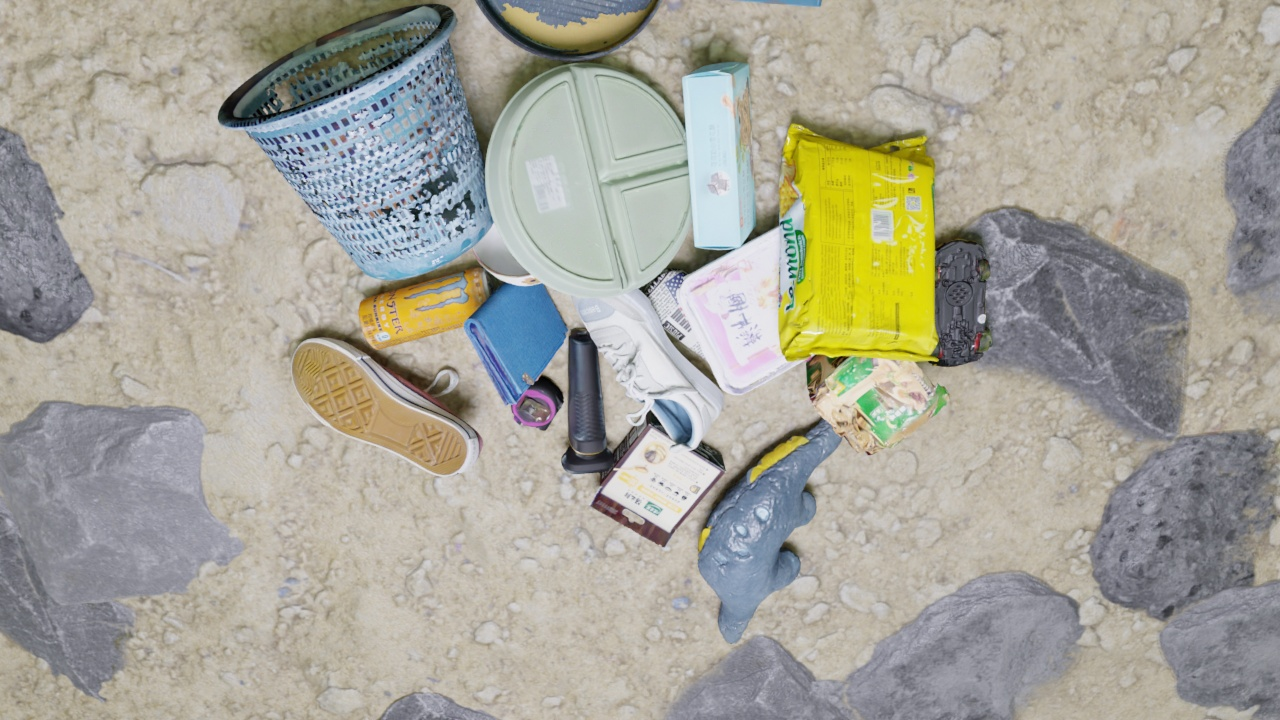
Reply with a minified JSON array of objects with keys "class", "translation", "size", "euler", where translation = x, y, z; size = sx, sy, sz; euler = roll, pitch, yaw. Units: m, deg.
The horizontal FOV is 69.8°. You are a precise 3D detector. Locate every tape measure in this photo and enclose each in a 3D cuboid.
[{"class":"tape measure","translation":[-0.120,0.048,1.052],"size":[0.058,0.039,0.057],"euler":[31,110,-14]}]

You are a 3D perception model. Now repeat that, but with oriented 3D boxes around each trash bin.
[{"class":"trash bin","translation":[-0.240,-0.193,0.863],"size":[0.227,0.226,0.195],"euler":[-18,126,6]}]

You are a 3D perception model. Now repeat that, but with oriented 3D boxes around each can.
[{"class":"can","translation":[-0.227,-0.057,0.992],"size":[0.146,0.058,0.058],"euler":[-15,114,5]}]

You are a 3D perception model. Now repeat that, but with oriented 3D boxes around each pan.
[{"class":"pan","translation":[-0.145,-0.389,0.834],"size":[0.357,0.078,0.198],"euler":[8,113,-5]}]

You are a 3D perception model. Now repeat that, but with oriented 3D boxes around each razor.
[{"class":"razor","translation":[-0.064,0.047,1.048],"size":[0.062,0.067,0.167],"euler":[-5,105,-10]}]

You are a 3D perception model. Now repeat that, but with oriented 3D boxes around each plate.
[{"class":"plate","translation":[-0.039,-0.175,0.900],"size":[0.229,0.027,0.230],"euler":[-2,95,-28]}]

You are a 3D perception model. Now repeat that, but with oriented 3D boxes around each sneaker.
[{"class":"sneaker","translation":[-0.006,0.006,0.994],"size":[0.090,0.090,0.242],"euler":[-14,126,47]},{"class":"sneaker","translation":[-0.277,0.050,1.027],"size":[0.241,0.087,0.118],"euler":[28,99,10]}]

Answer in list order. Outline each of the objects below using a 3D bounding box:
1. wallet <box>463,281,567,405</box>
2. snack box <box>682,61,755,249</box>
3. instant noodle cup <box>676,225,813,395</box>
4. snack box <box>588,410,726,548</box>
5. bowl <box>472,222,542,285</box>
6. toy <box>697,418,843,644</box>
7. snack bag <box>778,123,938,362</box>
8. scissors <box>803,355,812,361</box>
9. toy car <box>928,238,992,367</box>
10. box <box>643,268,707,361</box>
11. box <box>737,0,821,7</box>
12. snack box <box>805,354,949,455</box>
[{"class":"wallet","translation":[-0.129,-0.029,0.970],"size":[0.040,0.132,0.106],"euler":[-12,116,29]},{"class":"snack box","translation":[0.081,-0.204,0.918],"size":[0.052,0.074,0.175],"euler":[2,115,19]},{"class":"instant noodle cup","translation":[0.129,-0.057,0.970],"size":[0.173,0.060,0.138],"euler":[-29,99,-11]},{"class":"snack box","translation":[0.019,0.141,1.090],"size":[0.113,0.053,0.126],"euler":[33,110,-15]},{"class":"bowl","translation":[-0.113,-0.124,0.952],"size":[0.113,0.113,0.062],"euler":[-16,156,6]},{"class":"toy","translation":[0.140,0.217,1.116],"size":[0.137,0.091,0.357],"euler":[1,119,-33]},{"class":"snack bag","translation":[0.221,-0.113,0.914],"size":[0.158,0.068,0.246],"euler":[4,78,-7]},{"class":"scissors","translation":[0.195,-0.061,1.025],"size":[0.133,0.017,0.134],"euler":[3,111,2]},{"class":"toy car","translation":[0.348,-0.062,1.013],"size":[0.071,0.041,0.156],"euler":[-8,116,2]},{"class":"box","translation":[0.075,-0.041,1.020],"size":[0.164,0.060,0.072],"euler":[38,86,-17]},{"class":"box","translation":[0.075,-0.355,0.822],"size":[0.184,0.090,0.062],"euler":[-7,116,-21]},{"class":"snack box","translation":[0.248,0.020,1.014],"size":[0.118,0.105,0.118],"euler":[-41,110,13]}]
